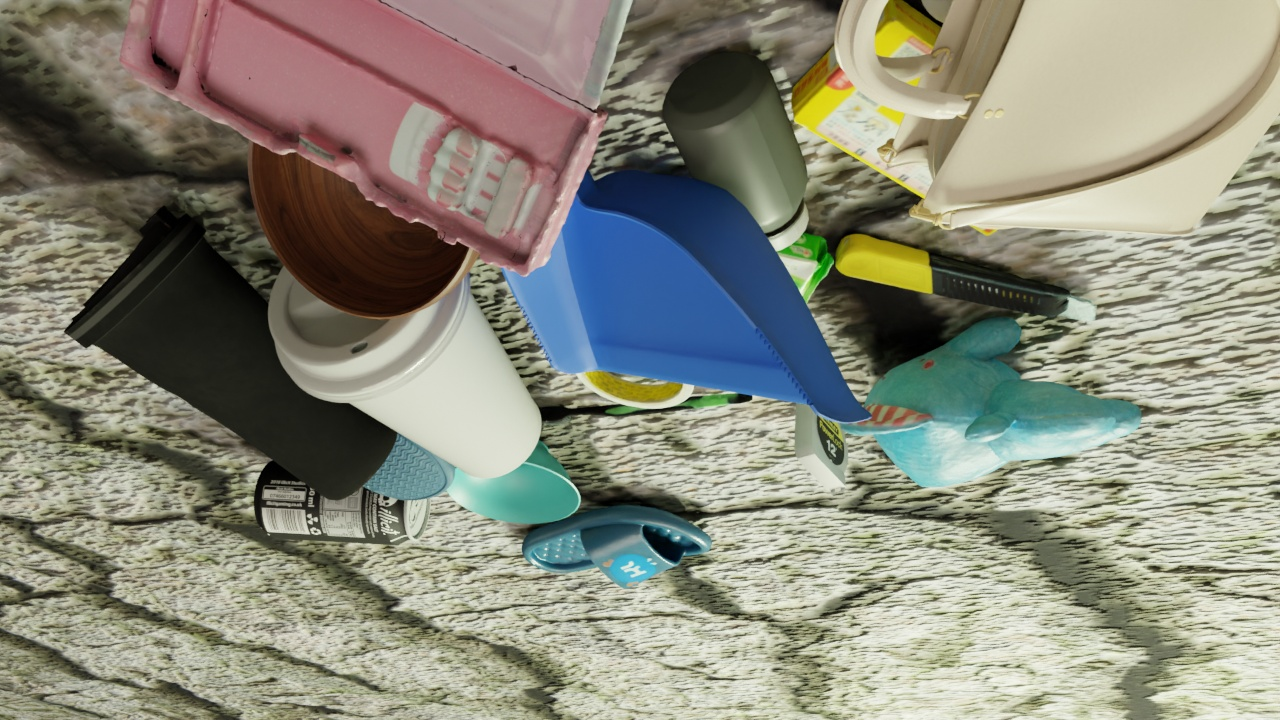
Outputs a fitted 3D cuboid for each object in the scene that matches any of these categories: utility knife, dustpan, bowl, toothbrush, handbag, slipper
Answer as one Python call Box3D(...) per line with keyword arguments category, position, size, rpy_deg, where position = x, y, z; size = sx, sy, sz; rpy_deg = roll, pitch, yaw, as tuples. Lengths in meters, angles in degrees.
Box3D(category="utility knife", position=(0.216, -0.050, 0.597), size=(0.186, 0.020, 0.029), rpy_deg=(13, 145, -8))
Box3D(category="dustpan", position=(-0.016, -0.076, 0.515), size=(0.246, 0.059, 0.258), rpy_deg=(9, 128, 49))
Box3D(category="bowl", position=(-0.138, -0.102, 0.517), size=(0.147, 0.068, 0.147), rpy_deg=(6, 108, 19))
Box3D(category="toothbrush", position=(0.000, 0.040, 0.758), size=(0.188, 0.014, 0.017), rpy_deg=(-6, 156, 16))
Box3D(category="handbag", position=(0.172, -0.136, 0.376), size=(0.197, 0.101, 0.195), rpy_deg=(-5, 139, -13))
Box3D(category="bowl", position=(-0.112, 0.100, 0.829), size=(0.121, 0.046, 0.121), rpy_deg=(4, 144, 3))
Box3D(category="slipper", position=(-0.232, 0.037, 0.748), size=(0.104, 0.059, 0.214), rpy_deg=(-22, 121, 37))
Box3D(category="slipper", position=(-0.032, 0.193, 0.939), size=(0.214, 0.059, 0.104), rpy_deg=(-14, 138, 27))

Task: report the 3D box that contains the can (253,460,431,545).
Box3D(category="can", position=(-0.279, 0.131, 0.867), size=(0.146, 0.080, 0.080), rpy_deg=(2, 144, 5))

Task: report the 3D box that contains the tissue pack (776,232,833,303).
Box3D(category="tissue pack", position=(0.057, -0.052, 0.597), size=(0.114, 0.034, 0.100), rpy_deg=(12, 139, -6))

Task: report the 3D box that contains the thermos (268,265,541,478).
Box3D(category="thermos", position=(-0.148, 0.005, 0.648), size=(0.132, 0.131, 0.222), rpy_deg=(-5, 151, 15))

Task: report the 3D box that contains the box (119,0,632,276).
Box3D(category="box", position=(-0.120, -0.159, 0.415), size=(0.233, 0.050, 0.181), rpy_deg=(29, 126, 2))

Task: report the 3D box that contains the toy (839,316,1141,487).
Box3D(category="toy", position=(0.240, 0.028, 0.632), size=(0.183, 0.114, 0.181), rpy_deg=(3, 170, -36))

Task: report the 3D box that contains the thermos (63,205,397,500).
Box3D(category="thermos", position=(-0.273, 0.005, 0.636), size=(0.106, 0.105, 0.218), rpy_deg=(-23, 123, 34))

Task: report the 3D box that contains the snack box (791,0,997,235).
Box3D(category="snack box", position=(0.163, -0.126, 0.493), size=(0.152, 0.025, 0.075), rpy_deg=(23, 141, -23))

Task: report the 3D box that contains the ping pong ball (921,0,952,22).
Box3D(category="ping pong ball", position=(0.147, -0.173, 0.417), size=(0.040, 0.040, 0.040), rpy_deg=(4, 144, 3))

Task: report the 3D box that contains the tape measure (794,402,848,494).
Box3D(category="tape measure", position=(0.144, 0.065, 0.729), size=(0.017, 0.064, 0.064), rpy_deg=(-20, 135, 31))

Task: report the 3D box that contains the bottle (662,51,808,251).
Box3D(category="bottle", position=(0.057, -0.110, 0.501), size=(0.060, 0.060, 0.108), rpy_deg=(-11, 141, 22))

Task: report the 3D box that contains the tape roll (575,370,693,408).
Box3D(category="tape roll", position=(-0.004, 0.004, 0.693), size=(0.094, 0.019, 0.094), rpy_deg=(11, 148, 7))
